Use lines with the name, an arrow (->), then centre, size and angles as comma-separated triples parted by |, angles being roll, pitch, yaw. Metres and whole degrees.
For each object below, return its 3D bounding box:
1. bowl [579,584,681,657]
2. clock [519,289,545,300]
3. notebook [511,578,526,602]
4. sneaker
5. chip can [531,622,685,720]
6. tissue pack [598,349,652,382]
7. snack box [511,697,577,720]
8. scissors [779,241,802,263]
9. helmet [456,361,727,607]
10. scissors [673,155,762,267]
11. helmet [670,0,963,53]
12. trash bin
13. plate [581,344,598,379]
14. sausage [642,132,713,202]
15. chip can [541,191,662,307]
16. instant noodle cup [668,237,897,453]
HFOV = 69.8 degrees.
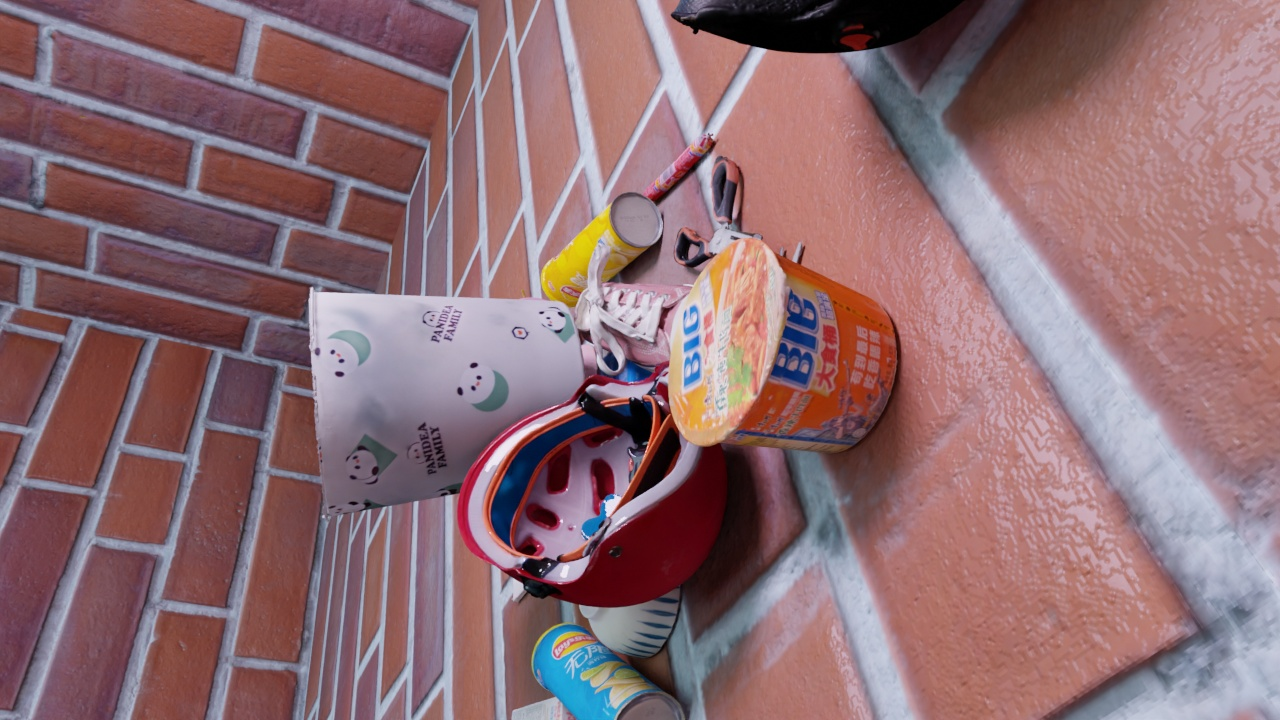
bowl -> -0.018, 0.218, 0.866 | 0.117, 0.066, 0.116 | -43, 40, 51
clock -> -0.151, -0.012, 1.200 | 0.158, 0.117, 0.060 | -65, 5, -30
notebook -> -0.139, 0.194, 1.218 | 0.151, 0.012, 0.208 | -50, 34, 45
sneaker -> -0.009, -0.041, 0.864 | 0.241, 0.087, 0.118 | 15, 85, 57
chip can -> -0.036, 0.307, 0.851 | 0.210, 0.071, 0.071 | 1, 78, 66
tissue pack -> -0.006, 0.006, 0.976 | 0.095, 0.052, 0.157 | 138, 139, -55
snack box -> -0.106, 0.418, 1.001 | 0.157, 0.027, 0.084 | -42, 40, 52
scissors -> 0.106, -0.014, 0.790 | 0.144, 0.012, 0.169 | -49, 33, 47
helmet -> -0.028, 0.126, 0.799 | 0.241, 0.144, 0.206 | -15, 40, 33
scissors -> 0.074, -0.125, 0.891 | 0.189, 0.015, 0.223 | 136, 148, -56
helmet -> 0.145, -0.324, 0.606 | 0.275, 0.230, 0.233 | -145, 56, -66
trash bin -> -0.198, 0.036, 0.934 | 0.230, 0.251, 0.229 | 176, 91, -72
plate -> -0.091, 0.073, 1.103 | 0.192, 0.039, 0.192 | -172, 91, -76
sausage -> 0.040, -0.214, 1.037 | 0.156, 0.020, 0.020 | -34, 47, 57
chip can -> -0.051, -0.132, 1.133 | 0.214, 0.072, 0.072 | -30, 51, 58
instant noodle cup -> 0.103, -0.002, 0.662 | 0.152, 0.111, 0.151 | -44, 39, 51
